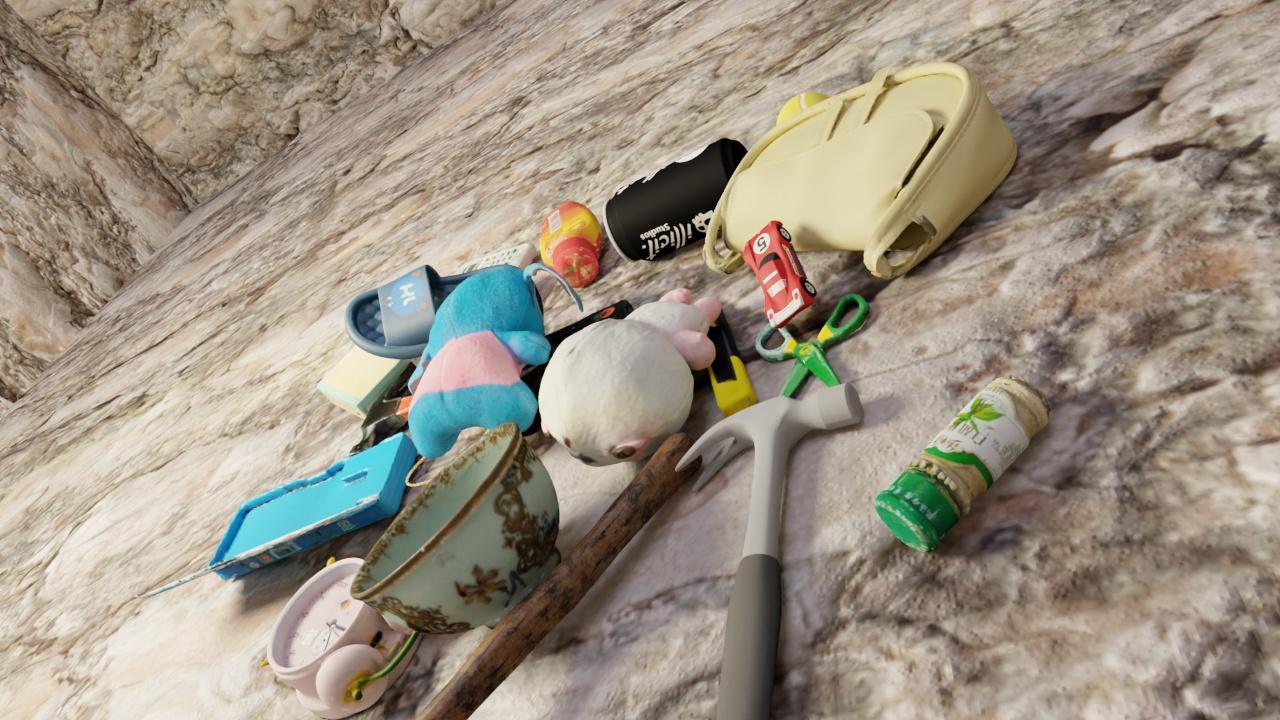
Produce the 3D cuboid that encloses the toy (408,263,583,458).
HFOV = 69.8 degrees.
[{"bbox_3d":[-0.153,0.002,0.837,0.225,0.099,0.191,-27,38,28],"label":"toy"}]

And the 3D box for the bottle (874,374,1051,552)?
[{"bbox_3d":[0.180,0.056,0.509,0.109,0.043,0.043,-43,30,-11],"label":"bottle"}]

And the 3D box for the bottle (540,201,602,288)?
[{"bbox_3d":[-0.077,-0.129,1.026,0.071,0.048,0.134,-32,30,10],"label":"bottle"}]

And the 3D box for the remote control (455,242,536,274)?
[{"bbox_3d":[-0.184,-0.112,1.143,0.134,0.022,0.050,-11,39,38],"label":"remote control"}]

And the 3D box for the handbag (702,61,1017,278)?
[{"bbox_3d":[0.170,-0.150,0.759,0.233,0.088,0.190,6,55,50],"label":"handbag"}]

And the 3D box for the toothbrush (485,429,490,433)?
[{"bbox_3d":[-0.164,0.115,0.818,0.014,0.017,0.187,-10,38,30],"label":"toothbrush"}]

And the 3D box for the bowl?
[{"bbox_3d":[-0.113,0.132,0.645,0.160,0.094,0.159,-41,14,12],"label":"bowl"}]

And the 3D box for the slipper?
[{"bbox_3d":[-0.227,-0.060,1.021,0.214,0.059,0.103,-11,61,1],"label":"slipper"}]

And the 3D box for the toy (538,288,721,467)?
[{"bbox_3d":[-0.004,0.004,0.723,0.139,0.101,0.179,7,43,47],"label":"toy"}]

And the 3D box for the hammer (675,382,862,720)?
[{"bbox_3d":[0.064,0.138,0.533,0.125,0.029,0.309,-19,36,29],"label":"hammer"}]

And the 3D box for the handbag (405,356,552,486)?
[{"bbox_3d":[-0.142,0.066,0.848,0.178,0.027,0.084,-33,27,7],"label":"handbag"}]

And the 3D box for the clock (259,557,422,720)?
[{"bbox_3d":[-0.218,0.210,0.701,0.158,0.059,0.116,-3,45,43],"label":"clock"}]

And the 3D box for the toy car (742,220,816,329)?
[{"bbox_3d":[0.106,-0.068,0.717,0.038,0.025,0.089,-41,53,34],"label":"toy car"}]

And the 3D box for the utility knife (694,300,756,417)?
[{"bbox_3d":[0.064,-0.010,0.746,0.029,0.020,0.174,-29,30,11],"label":"utility knife"}]

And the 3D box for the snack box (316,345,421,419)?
[{"bbox_3d":[-0.287,-0.017,1.100,0.193,0.044,0.142,-50,33,-19],"label":"snack box"}]

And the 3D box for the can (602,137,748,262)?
[{"bbox_3d":[0.042,-0.155,0.905,0.146,0.080,0.080,-21,34,27],"label":"can"}]

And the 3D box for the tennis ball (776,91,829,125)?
[{"bbox_3d":[0.164,-0.225,0.885,0.065,0.065,0.065,-27,32,18],"label":"tennis ball"}]

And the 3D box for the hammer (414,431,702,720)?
[{"bbox_3d":[-0.071,0.160,0.584,0.033,0.120,0.329,21,56,40],"label":"hammer"}]

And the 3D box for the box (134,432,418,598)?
[{"bbox_3d":[-0.340,0.167,0.893,0.244,0.060,0.175,-23,16,23],"label":"box"}]

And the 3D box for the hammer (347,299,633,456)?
[{"bbox_3d":[-0.153,0.013,0.935,0.334,0.033,0.132,-21,33,24],"label":"hammer"}]

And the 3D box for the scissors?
[{"bbox_3d":[0.120,-0.005,0.685,0.123,0.011,0.126,2,47,49],"label":"scissors"}]
